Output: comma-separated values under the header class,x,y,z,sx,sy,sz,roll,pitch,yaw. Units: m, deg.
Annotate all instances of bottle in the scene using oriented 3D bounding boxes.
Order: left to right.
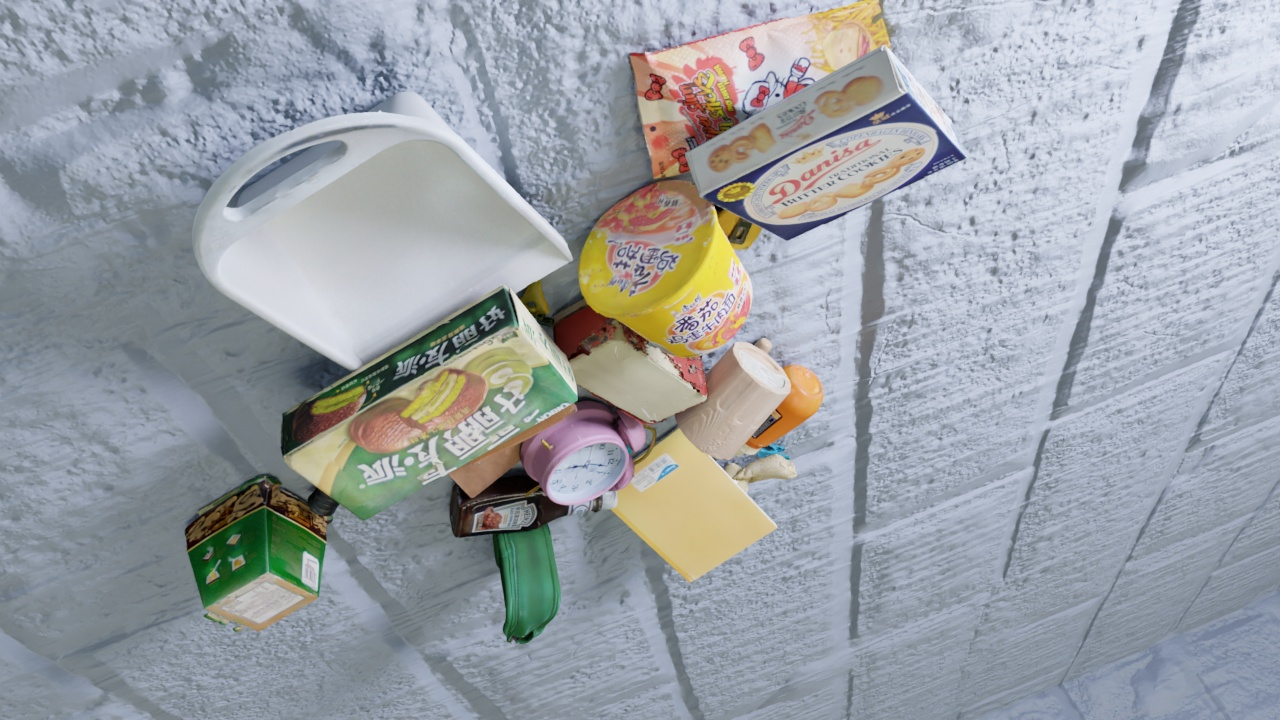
class,x,y,z,sx,sy,sz,roll,pitch,yaw
bottle,-0.123,0.167,1.080,0.194,0.044,0.080,-3,136,-22
bottle,0.155,0.069,1.108,0.066,0.066,0.150,9,137,-34

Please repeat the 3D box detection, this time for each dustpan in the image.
class,x,y,z,sx,sy,sz,roll,pitch,yaw
dustpan,-0.194,-0.081,0.688,0.223,0.142,0.258,-30,127,7

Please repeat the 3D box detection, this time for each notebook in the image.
class,x,y,z,sx,sy,sz,roll,pitch,yaw
notebook,0.057,0.187,1.160,0.146,0.010,0.206,-36,116,16

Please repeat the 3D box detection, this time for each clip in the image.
class,x,y,z,sx,sy,sz,roll,pitch,yaw
clip,0.171,0.120,1.198,0.057,0.047,0.014,15,129,-31

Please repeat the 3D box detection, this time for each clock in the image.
class,x,y,z,sx,sy,sz,roll,pitch,yaw
clock,-0.053,0.104,1.028,0.158,0.060,0.117,-9,134,-31

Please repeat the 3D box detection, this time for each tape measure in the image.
class,x,y,z,sx,sy,sz,roll,pitch,yaw
tape measure,0.090,-0.130,0.878,0.060,0.029,0.057,3,133,-29

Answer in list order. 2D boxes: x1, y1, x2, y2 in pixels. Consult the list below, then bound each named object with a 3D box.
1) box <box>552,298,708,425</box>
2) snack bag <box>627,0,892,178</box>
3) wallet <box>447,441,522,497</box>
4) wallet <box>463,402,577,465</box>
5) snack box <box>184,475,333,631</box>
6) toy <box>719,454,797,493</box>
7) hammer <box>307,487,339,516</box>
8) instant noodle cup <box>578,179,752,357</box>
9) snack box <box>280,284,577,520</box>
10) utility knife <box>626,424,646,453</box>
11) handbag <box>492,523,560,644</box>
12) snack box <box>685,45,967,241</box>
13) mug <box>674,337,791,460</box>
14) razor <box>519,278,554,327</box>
class,x,y,z,sx,sy,sz,roll,pitch,yaw
box,-0.006,0.006,0.925,0.091,0.080,0.168,-27,143,26
snack bag,0.100,-0.224,0.764,0.208,0.073,0.129,-16,141,1
wallet,-0.167,0.091,0.982,0.101,0.020,0.115,-37,144,-10
wallet,-0.136,0.053,0.908,0.131,0.035,0.119,-26,139,2
snack box,-0.390,0.207,0.948,0.117,0.105,0.118,-30,141,6
toy,0.126,0.165,1.189,0.157,0.066,0.105,-27,158,15
hammer,-0.245,0.054,0.910,0.128,0.032,0.301,22,122,-40
instant noodle cup,0.031,-0.074,0.825,0.138,0.138,0.110,-36,139,13
snack box,-0.186,0.041,0.816,0.240,0.063,0.114,-29,135,5
utility knife,-0.010,0.081,1.073,0.029,0.013,0.152,5,135,-26
handbag,-0.145,0.267,1.117,0.068,0.131,0.120,0,138,-21
snack box,0.160,-0.172,0.775,0.178,0.045,0.182,-23,163,30
mug,0.104,0.035,1.008,0.084,0.124,0.104,37,117,-4
razor,-0.098,-0.084,0.835,0.043,0.028,0.133,12,139,5
